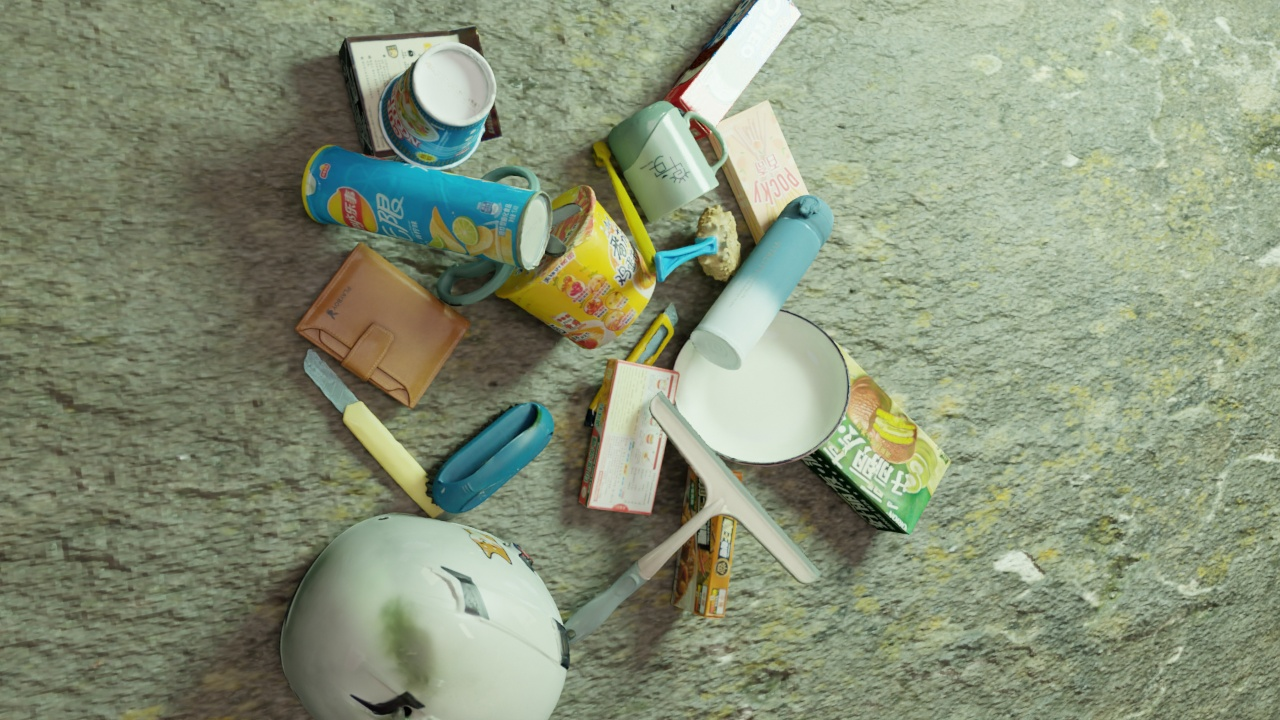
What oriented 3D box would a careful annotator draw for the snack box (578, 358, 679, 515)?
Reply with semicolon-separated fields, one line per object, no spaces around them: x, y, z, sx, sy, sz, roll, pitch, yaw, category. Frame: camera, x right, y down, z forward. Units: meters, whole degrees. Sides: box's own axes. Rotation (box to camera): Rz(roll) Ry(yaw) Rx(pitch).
-0.011;0.080;0.963;0.077;0.027;0.156;12;90;-27;snack box

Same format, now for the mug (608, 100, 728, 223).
0.034;-0.219;0.974;0.112;0.082;0.106;-29;97;4;mug

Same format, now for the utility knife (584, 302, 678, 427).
-0.006;0.006;0.988;0.033;0.015;0.170;42;71;-22;utility knife

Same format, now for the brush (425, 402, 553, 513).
-0.138;0.092;0.882;0.143;0.074;0.055;-40;109;-29;brush

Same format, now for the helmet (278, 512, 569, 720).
-0.171;0.260;0.813;0.274;0.157;0.229;36;73;-21;helmet

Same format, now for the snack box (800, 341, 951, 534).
0.254;0.092;1.088;0.240;0.063;0.114;43;70;-18;snack box

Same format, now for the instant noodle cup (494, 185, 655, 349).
-0.060;-0.084;0.905;0.110;0.138;0.137;42;70;-27;instant noodle cup

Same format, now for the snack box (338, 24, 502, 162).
-0.210;-0.253;0.878;0.125;0.053;0.113;-15;94;-28;snack box

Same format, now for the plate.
0.129;0.031;0.998;0.192;0.039;0.192;-2;61;4;plate

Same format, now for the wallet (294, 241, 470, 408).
-0.241;-0.032;0.865;0.132;0.031;0.107;38;70;-19;wallet

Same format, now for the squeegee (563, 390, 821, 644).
0.010;0.205;0.924;0.249;0.040;0.247;-42;86;2;squeegee

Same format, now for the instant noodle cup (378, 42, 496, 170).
-0.174;-0.229;0.809;0.099;0.110;0.099;1;88;-22;instant noodle cup

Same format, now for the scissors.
-0.136;-0.110;0.869;0.181;0.170;0.019;-51;138;0;scissors

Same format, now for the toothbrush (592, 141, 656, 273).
-0.016;-0.157;0.929;0.015;0.017;0.190;-8;53;-20;toothbrush

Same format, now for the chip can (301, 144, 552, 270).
-0.188;-0.136;0.810;0.210;0.071;0.071;14;78;13;chip can

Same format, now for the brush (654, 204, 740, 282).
0.056;-0.110;0.936;0.254;0.046;0.083;-33;119;-65;brush

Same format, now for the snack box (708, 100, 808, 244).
0.144;-0.215;1.070;0.084;0.026;0.157;-31;101;-25;snack box

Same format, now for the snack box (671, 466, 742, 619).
0.070;0.192;0.983;0.026;0.075;0.153;12;82;-26;snack box

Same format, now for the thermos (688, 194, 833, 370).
0.138;-0.091;1.003;0.070;0.070;0.220;44;68;-18;thermos

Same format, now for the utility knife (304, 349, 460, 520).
-0.244;0.075;0.862;0.030;0.022;0.212;-45;113;-23;utility knife

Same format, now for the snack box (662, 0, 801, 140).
0.101;-0.339;1.039;0.057;0.058;0.207;44;70;-21;snack box
